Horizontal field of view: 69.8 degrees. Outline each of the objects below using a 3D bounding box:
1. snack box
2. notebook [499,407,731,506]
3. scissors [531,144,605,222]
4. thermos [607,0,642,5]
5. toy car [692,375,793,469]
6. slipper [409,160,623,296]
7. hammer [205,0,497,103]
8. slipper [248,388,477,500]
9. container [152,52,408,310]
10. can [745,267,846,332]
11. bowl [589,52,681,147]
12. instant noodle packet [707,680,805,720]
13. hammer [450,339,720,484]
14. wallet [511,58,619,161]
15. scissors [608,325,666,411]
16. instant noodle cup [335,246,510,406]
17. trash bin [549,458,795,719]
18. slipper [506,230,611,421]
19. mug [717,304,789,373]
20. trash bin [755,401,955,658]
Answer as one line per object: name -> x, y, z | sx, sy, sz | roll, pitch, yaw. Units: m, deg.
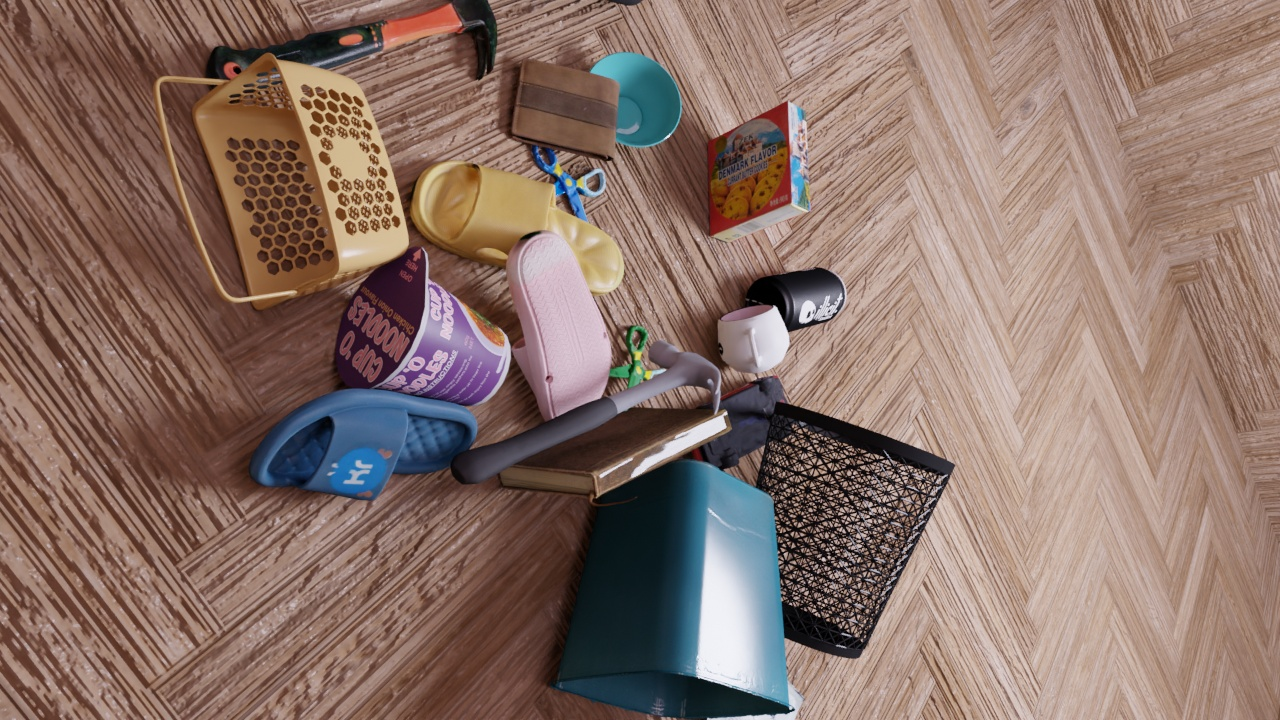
snack box -> 0.153, -0.244, 1.202 | 0.040, 0.143, 0.144 | 12, 70, -39
notebook -> -0.012, 0.090, 0.928 | 0.214, 0.191, 0.034 | -20, 104, -45
scissors -> -0.085, -0.206, 1.061 | 0.129, 0.013, 0.125 | -27, 97, -42
thermos -> -0.077, -0.477, 1.082 | 0.218, 0.106, 0.106 | -8, 85, -49
toy car -> 0.126, 0.077, 1.152 | 0.188, 0.056, 0.081 | -21, 93, -45
slipper -> -0.112, -0.143, 0.971 | 0.263, 0.079, 0.099 | 21, 62, -38
hammer -> -0.270, -0.314, 0.901 | 0.332, 0.033, 0.133 | -35, 104, -42
slipper -> -0.225, 0.074, 0.788 | 0.213, 0.104, 0.059 | 1, 38, -49
container -> -0.300, -0.145, 0.758 | 0.166, 0.129, 0.183 | -18, 92, -54
can -> 0.215, -0.083, 1.262 | 0.145, 0.080, 0.080 | -14, 89, -45
bowl -> -0.015, -0.307, 1.114 | 0.121, 0.046, 0.121 | 4, 78, -17
instant noodle packet -> 0.104, 0.454, 1.047 | 0.147, 0.057, 0.268 | 55, 43, -21
hammer -> -0.045, 0.055, 0.909 | 0.310, 0.125, 0.030 | -23, 126, -35
wallet -> -0.084, -0.285, 1.045 | 0.121, 0.027, 0.098 | 9, 74, -17
scissors -> -0.001, 0.019, 1.066 | 0.117, 0.012, 0.129 | 47, 40, -30
instant noodle cup -> -0.187, -0.020, 0.843 | 0.121, 0.122, 0.137 | 27, 93, -47
trash bin -> 0.041, 0.238, 0.946 | 0.196, 0.200, 0.218 | 30, 53, -35
slipper -> -0.087, -0.030, 0.950 | 0.106, 0.056, 0.222 | -35, 126, -35
mug -> 0.143, -0.021, 1.156 | 0.123, 0.090, 0.076 | -72, 148, -74
trash bin -> 0.222, 0.200, 1.080 | 0.216, 0.217, 0.243 | 22, 87, -38
